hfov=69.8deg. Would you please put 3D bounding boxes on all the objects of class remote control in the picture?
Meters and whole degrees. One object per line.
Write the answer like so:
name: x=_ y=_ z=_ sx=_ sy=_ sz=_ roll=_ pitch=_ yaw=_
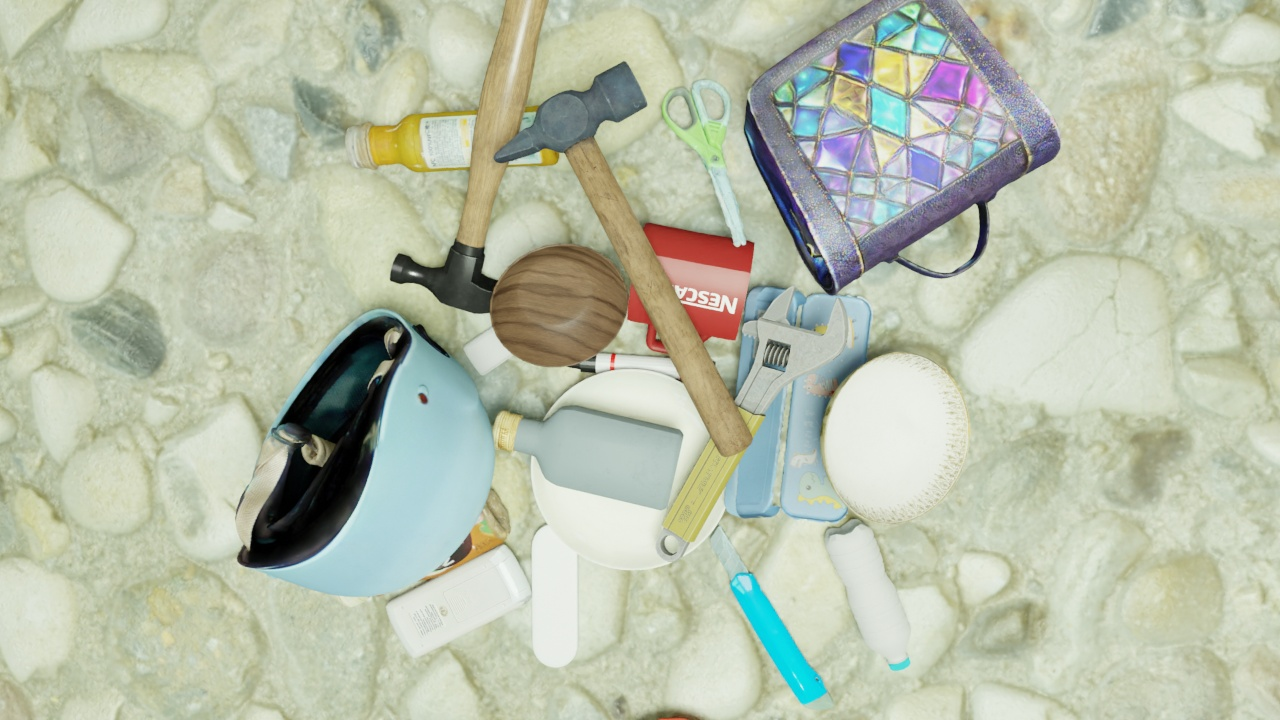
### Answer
remote control: x=-0.171 y=0.225 z=0.858 sx=0.138 sy=0.025 sz=0.060 roll=-28 pitch=88 yaw=10
remote control: x=-0.080 y=0.220 z=0.860 sx=0.043 sy=0.013 sz=0.136 roll=0 pitch=93 yaw=4
remote control: x=-0.104 y=-0.035 z=0.849 sx=0.131 sy=0.012 sz=0.033 roll=-34 pitch=90 yaw=5

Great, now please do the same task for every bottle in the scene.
bottle: x=0.208 y=0.212 z=0.824 sx=0.044 sy=0.044 sz=0.136 roll=-22 pitch=91 yaw=5
bottle: x=-0.048 y=0.078 z=0.798 sx=0.161 sy=0.046 sz=0.072 roll=13 pitch=94 yaw=3
bottle: x=-0.203 y=0.175 z=0.844 sx=0.167 sy=0.059 sz=0.059 roll=-29 pitch=91 yaw=5
bottle: x=-0.168 y=-0.197 z=0.824 sx=0.186 sy=0.053 sz=0.053 roll=-3 pitch=93 yaw=4

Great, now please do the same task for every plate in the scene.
plate: x=-0.008 y=0.098 z=0.838 sx=0.182 sy=0.034 sz=0.182 roll=0 pitch=93 yaw=4

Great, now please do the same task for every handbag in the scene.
handbag: x=0.211 y=-0.169 z=0.762 sx=0.205 sy=0.125 sz=0.222 roll=-32 pitch=88 yaw=5

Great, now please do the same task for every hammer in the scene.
hammer: x=0.005 y=-0.067 z=0.741 sx=0.129 sy=0.040 sz=0.322 roll=-28 pitch=92 yaw=4
hammer: x=-0.119 y=-0.185 z=0.778 sx=0.132 sy=0.040 sz=0.306 roll=17 pitch=115 yaw=-3

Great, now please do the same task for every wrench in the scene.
wrench: x=0.086 y=0.059 z=0.782 sx=0.083 sy=0.018 sz=0.274 roll=32 pitch=103 yaw=22

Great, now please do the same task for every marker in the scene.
marker: x=-0.005 y=0.005 z=0.840 sx=0.145 sy=0.019 sz=0.019 roll=4 pitch=93 yaw=4

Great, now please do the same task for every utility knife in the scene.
utility knife: x=0.118 y=0.240 z=0.846 sx=0.031 sy=0.015 sz=0.198 roll=-30 pitch=93 yaw=2

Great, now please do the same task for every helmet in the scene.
helmet: x=-0.223 y=0.083 z=0.767 sx=0.225 sy=0.265 sz=0.167 roll=-46 pitch=127 yaw=7

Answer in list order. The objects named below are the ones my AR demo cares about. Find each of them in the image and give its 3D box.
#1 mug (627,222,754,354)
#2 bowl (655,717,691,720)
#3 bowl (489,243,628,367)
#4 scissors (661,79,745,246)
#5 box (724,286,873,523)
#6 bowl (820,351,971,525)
mug: x=0.042 y=-0.055 z=0.808 sx=0.096 sy=0.080 sz=0.117 roll=11 pitch=122 yaw=3
bowl: x=0.033 y=0.384 z=0.850 sx=0.122 sy=0.035 sz=0.122 roll=0 pitch=93 yaw=4
bowl: x=-0.072 y=-0.053 z=0.798 sx=0.119 sy=0.032 sz=0.119 roll=-7 pitch=123 yaw=-11
scissors: x=0.064 y=-0.172 z=0.799 sx=0.065 sy=0.033 sz=0.174 roll=-14 pitch=65 yaw=-5
box: x=0.139 y=0.041 z=0.825 sx=0.126 sy=0.039 sz=0.209 roll=5 pitch=94 yaw=-18
bowl: x=0.206 y=0.064 z=0.795 sx=0.145 sy=0.063 sz=0.145 roll=-2 pitch=95 yaw=-19
